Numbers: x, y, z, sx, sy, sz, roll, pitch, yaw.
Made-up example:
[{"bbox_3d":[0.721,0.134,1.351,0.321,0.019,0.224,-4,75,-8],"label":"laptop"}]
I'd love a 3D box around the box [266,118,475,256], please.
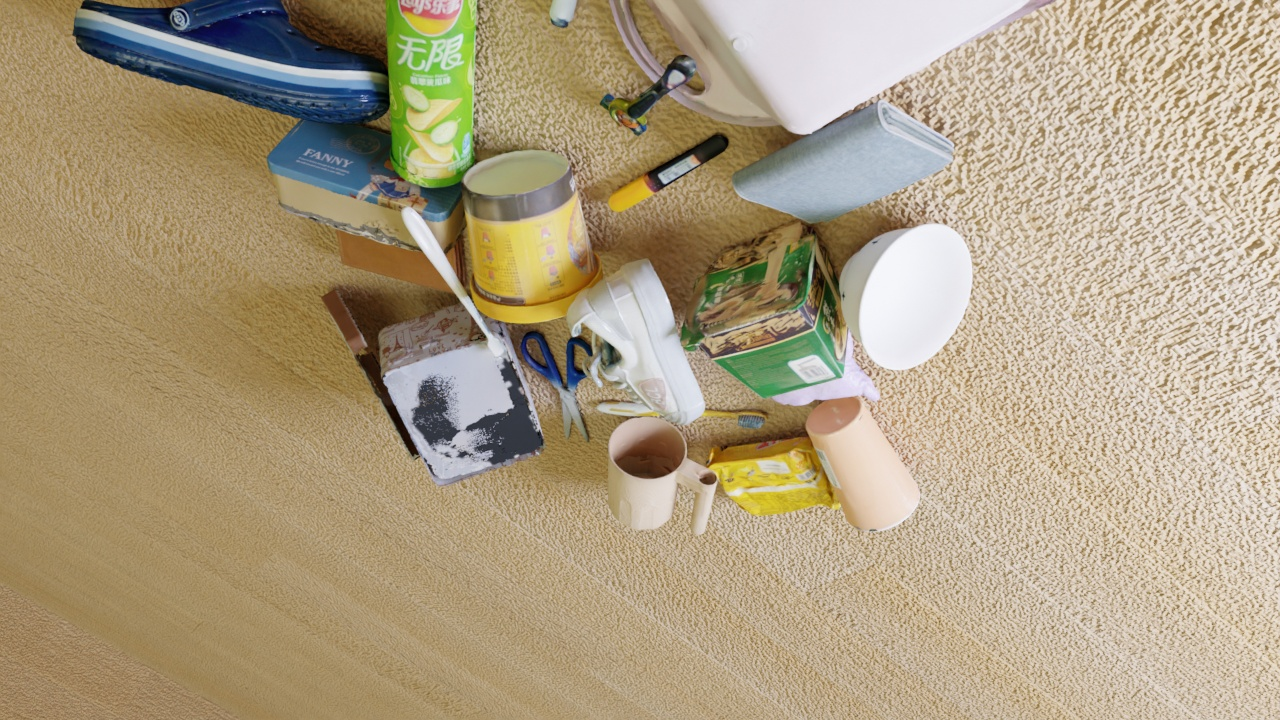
[{"bbox_3d":[-0.242,-0.159,0.822,0.184,0.089,0.059,17,139,0],"label":"box"}]

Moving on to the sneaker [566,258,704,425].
[{"bbox_3d":[-0.005,0.005,0.833,0.091,0.089,0.242,-25,149,-1],"label":"sneaker"}]

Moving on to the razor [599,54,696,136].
[{"bbox_3d":[0.006,-0.194,0.679,0.042,0.022,0.143,36,166,-17],"label":"razor"}]

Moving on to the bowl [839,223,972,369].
[{"bbox_3d":[0.199,-0.058,0.735,0.065,0.118,0.118,36,159,53],"label":"bowl"}]

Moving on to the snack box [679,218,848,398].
[{"bbox_3d":[0.118,-0.033,0.772,0.118,0.117,0.105,-19,127,35],"label":"snack box"}]

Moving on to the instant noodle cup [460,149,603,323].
[{"bbox_3d":[-0.098,-0.111,0.793,0.118,0.118,0.115,6,128,19],"label":"instant noodle cup"}]

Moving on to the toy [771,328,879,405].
[{"bbox_3d":[0.158,0.010,0.853,0.108,0.038,0.084,-11,114,38],"label":"toy"}]

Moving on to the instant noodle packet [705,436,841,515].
[{"bbox_3d":[0.145,0.122,0.968,0.129,0.044,0.111,-11,134,37],"label":"instant noodle packet"}]

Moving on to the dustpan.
[{"bbox_3d":[0.109,-0.276,0.607,0.274,0.138,0.222,-34,115,12],"label":"dustpan"}]

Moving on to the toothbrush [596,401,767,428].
[{"bbox_3d":[0.040,0.057,0.968,0.192,0.018,0.016,3,130,22],"label":"toothbrush"}]

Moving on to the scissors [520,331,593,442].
[{"bbox_3d":[-0.073,0.032,0.998,0.141,0.012,0.171,-18,125,37],"label":"scissors"}]

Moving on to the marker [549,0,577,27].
[{"bbox_3d":[-0.044,-0.296,0.648,0.022,0.018,0.131,31,138,4],"label":"marker"}]

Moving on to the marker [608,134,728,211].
[{"bbox_3d":[0.022,-0.156,0.764,0.124,0.015,0.018,-23,122,36],"label":"marker"}]

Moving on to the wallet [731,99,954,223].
[{"bbox_3d":[0.150,-0.144,0.676,0.106,0.037,0.130,9,160,-42],"label":"wallet"}]

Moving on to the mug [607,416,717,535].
[{"bbox_3d":[0.022,0.133,1.000,0.125,0.084,0.104,25,141,17],"label":"mug"}]

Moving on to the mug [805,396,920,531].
[{"bbox_3d":[0.212,0.097,0.894,0.078,0.078,0.123,-15,120,35],"label":"mug"}]

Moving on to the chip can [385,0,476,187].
[{"bbox_3d":[-0.163,-0.238,0.719,0.072,0.072,0.222,19,138,5],"label":"chip can"}]

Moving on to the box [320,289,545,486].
[{"bbox_3d":[-0.213,0.009,0.997,0.226,0.156,0.180,44,158,47],"label":"box"}]

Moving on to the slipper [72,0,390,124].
[{"bbox_3d":[-0.328,-0.261,0.761,0.253,0.105,0.095,11,97,-6],"label":"slipper"}]

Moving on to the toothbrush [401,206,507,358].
[{"bbox_3d":[-0.164,-0.067,0.821,0.016,0.016,0.180,-26,130,2],"label":"toothbrush"}]

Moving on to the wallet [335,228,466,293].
[{"bbox_3d":[-0.238,-0.121,0.905,0.132,0.031,0.108,15,139,7],"label":"wallet"}]
